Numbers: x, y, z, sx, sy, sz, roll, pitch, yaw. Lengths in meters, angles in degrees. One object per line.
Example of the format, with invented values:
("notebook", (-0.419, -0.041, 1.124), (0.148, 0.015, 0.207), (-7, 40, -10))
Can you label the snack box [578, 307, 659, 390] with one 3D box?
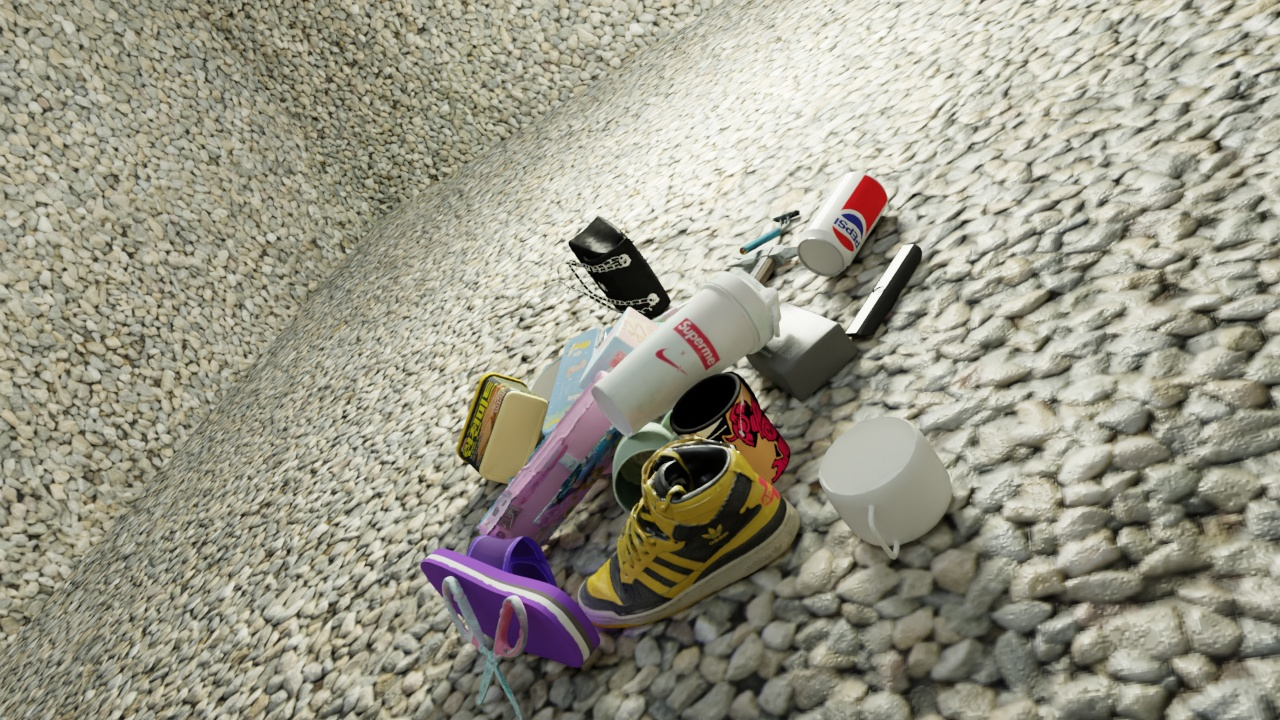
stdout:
("snack box", (-0.007, 0.007, 1.132), (0.093, 0.095, 0.079), (-53, 8, 33))

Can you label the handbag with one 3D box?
("handbag", (-0.040, -0.120, 1.364), (0.114, 0.154, 0.125), (-40, 29, -10))

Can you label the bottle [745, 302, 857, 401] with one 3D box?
("bottle", (0.162, -0.021, 1.043), (0.083, 0.046, 0.174), (-41, 25, -4))

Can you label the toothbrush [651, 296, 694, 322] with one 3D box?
("toothbrush", (0.022, -0.054, 1.328), (0.155, 0.015, 0.022), (-29, 25, 22))

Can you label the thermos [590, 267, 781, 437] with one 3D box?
("thermos", (0.054, -0.008, 0.982), (0.220, 0.099, 0.099), (-39, 24, -16))

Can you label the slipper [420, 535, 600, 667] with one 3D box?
("slipper", (-0.118, 0.230, 0.939), (0.083, 0.107, 0.267), (-42, 24, -31))

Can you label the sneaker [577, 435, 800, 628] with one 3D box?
("sneaker", (0.016, 0.159, 0.850), (0.239, 0.122, 0.085), (-29, 25, 18))

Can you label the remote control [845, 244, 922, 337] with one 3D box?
("remote control", (0.271, -0.076, 1.024), (0.033, 0.015, 0.146), (-2, 44, 53))

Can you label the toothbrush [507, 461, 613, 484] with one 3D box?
("toothbrush", (-0.090, 0.139, 1.141), (0.223, 0.026, 0.027), (-18, -9, 38))

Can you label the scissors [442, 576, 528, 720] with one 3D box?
("scissors", (-0.148, 0.267, 0.882), (0.013, 0.171, 0.177), (-15, 45, -37))

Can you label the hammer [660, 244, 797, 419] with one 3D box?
("hammer", (0.111, -0.040, 1.167), (0.147, 0.028, 0.315), (-9, 38, 48))

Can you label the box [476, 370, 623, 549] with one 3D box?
("box", (-0.075, 0.129, 1.034), (0.230, 0.084, 0.071), (-51, 41, -3))

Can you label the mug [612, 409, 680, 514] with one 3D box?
("mug", (0.019, 0.101, 0.978), (0.111, 0.084, 0.104), (-57, 11, 14))

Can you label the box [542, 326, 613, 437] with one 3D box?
("box", (-0.059, 0.025, 1.206), (0.125, 0.043, 0.208), (-1, 37, 7))

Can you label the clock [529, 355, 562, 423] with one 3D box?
("clock", (-0.112, 0.038, 1.320), (0.160, 0.045, 0.122), (-7, 39, 47))

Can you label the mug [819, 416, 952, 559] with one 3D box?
("mug", (0.200, 0.107, 0.750), (0.094, 0.068, 0.115), (-23, 29, 31))

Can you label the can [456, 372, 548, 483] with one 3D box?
("can", (-0.187, 0.093, 1.249), (0.101, 0.072, 0.131), (25, 96, 60))

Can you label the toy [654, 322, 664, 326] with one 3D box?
("toy", (0.029, -0.018, 1.214), (0.085, 0.033, 0.105), (9, 39, 35))

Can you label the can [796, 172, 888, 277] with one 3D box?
("can", (0.252, -0.171, 1.145), (0.070, 0.070, 0.131), (-5, 41, 51))

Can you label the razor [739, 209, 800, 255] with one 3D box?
("razor", (0.179, -0.176, 1.288), (0.042, 0.022, 0.143), (-16, 16, 43))

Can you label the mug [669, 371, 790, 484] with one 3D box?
("mug", (0.094, 0.064, 0.931), (0.082, 0.098, 0.117), (-22, 30, 33))
